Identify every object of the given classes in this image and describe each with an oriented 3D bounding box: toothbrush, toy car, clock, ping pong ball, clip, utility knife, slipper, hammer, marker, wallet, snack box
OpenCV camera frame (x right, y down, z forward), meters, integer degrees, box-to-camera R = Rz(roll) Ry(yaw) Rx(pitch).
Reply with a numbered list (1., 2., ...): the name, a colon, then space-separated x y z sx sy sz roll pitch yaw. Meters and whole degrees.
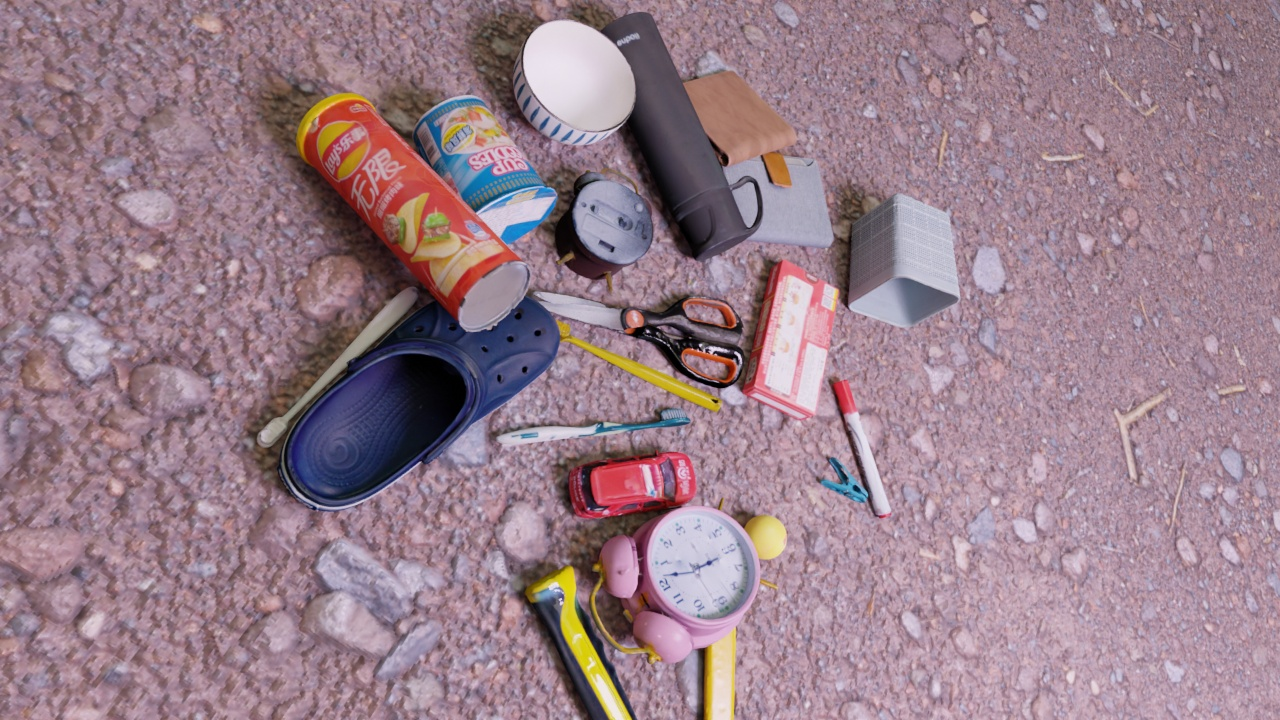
1. toothbrush: -0.005 0.005 0.845 0.190 0.017 0.015 25 63 -19
2. toy car: -0.003 0.108 0.796 0.120 0.045 0.053 -4 77 -31
3. clock: -0.032 -0.129 0.853 0.082 0.055 0.121 25 62 -18
4. toothbrush: -0.038 0.058 0.811 0.191 0.016 0.018 -3 65 -29
5. ping pong ball: 0.114 0.162 0.841 0.040 0.040 0.040 9 69 -25
6. clock: 0.029 0.185 0.764 0.158 0.060 0.117 -23 72 -28
7. clip: 0.206 0.124 0.920 0.055 0.013 0.034 40 60 -8
8. utility knife: 0.066 0.263 0.797 0.033 0.015 0.176 10 69 -17
9. slipper: -0.167 0.016 0.712 0.252 0.095 0.105 -39 96 -29
10. hammer: -0.005 0.319 0.731 0.125 0.032 0.323 -26 87 -33
11. marker: 0.228 0.090 0.941 0.017 0.017 0.145 -10 79 -31
12. toothbrush: -0.234 0.000 0.724 0.016 0.016 0.179 44 59 -11
13. wallet: 0.096 -0.258 0.971 0.101 0.020 0.115 -24 67 -31
14. snack box: 0.155 -0.022 0.934 0.075 0.026 0.152 25 63 -18
15. wallet: 0.143 -0.175 0.973 0.129 0.037 0.106 0 74 -28

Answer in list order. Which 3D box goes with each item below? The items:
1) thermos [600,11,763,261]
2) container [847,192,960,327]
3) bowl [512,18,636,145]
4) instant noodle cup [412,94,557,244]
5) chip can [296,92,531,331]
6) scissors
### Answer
1. thermos: 0.041 -0.225 0.911 0.090 0.068 0.242 -26 86 3
2. container: 0.283 -0.110 0.997 0.090 0.090 0.111 16 64 -23
3. bowl: -0.069 -0.254 0.868 0.116 0.066 0.116 9 70 -26
4. instant noodle cup: -0.141 -0.163 0.789 0.099 0.099 0.110 -24 79 -32
5. chip can: -0.178 -0.119 0.719 0.073 0.073 0.216 -34 70 -32
6. scissors: 0.005 -0.020 0.848 0.234 0.022 0.139 -12 82 -34
